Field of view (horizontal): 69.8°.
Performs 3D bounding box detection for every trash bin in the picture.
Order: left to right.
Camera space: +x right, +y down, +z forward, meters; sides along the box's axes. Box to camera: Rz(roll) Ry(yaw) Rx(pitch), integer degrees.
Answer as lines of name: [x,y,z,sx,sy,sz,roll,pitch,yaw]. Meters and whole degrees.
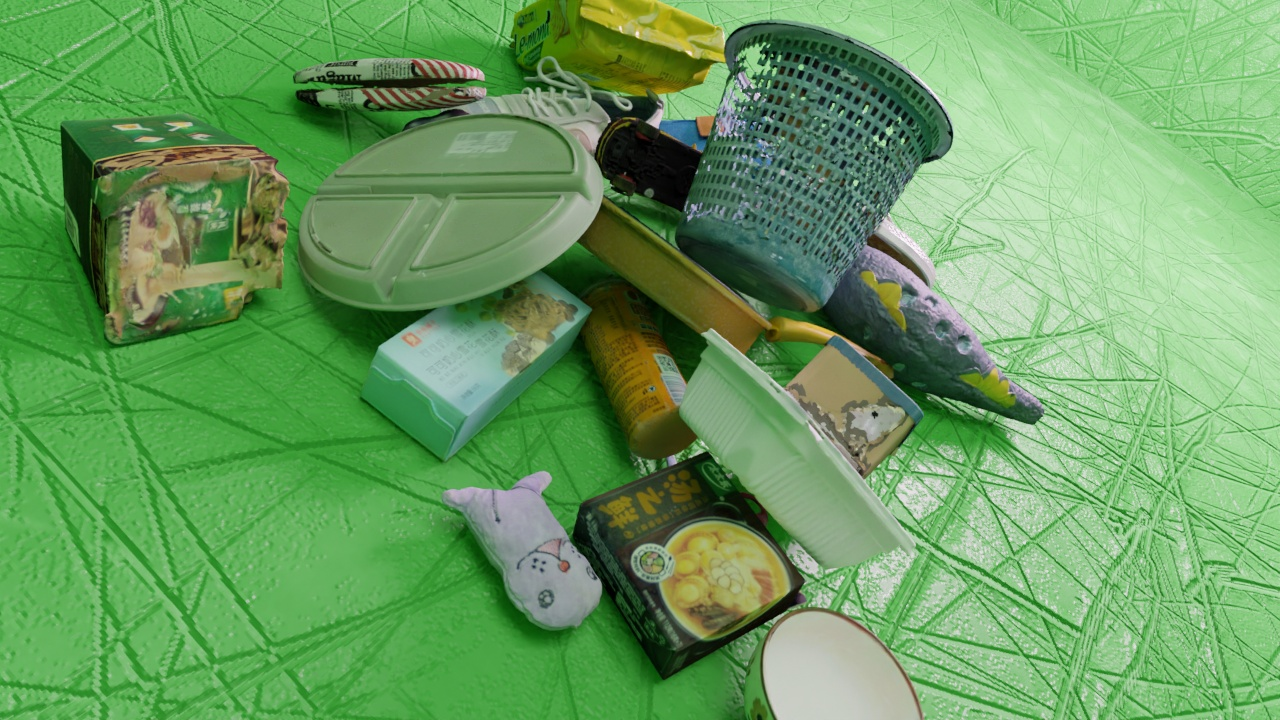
trash bin: [0.136,-0.160,0.836,0.226,0.195,0.226,27,-4,2]

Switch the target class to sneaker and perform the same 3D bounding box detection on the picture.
sneaker: [-0.076,-0.235,0.888,0.241,0.091,0.089,-7,52,-39]
sneaker: [0.231,-0.160,1.016,0.241,0.118,0.087,38,58,15]

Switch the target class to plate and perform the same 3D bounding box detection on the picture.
plate: [-0.142,-0.119,0.671,0.230,0.027,0.229,-6,44,6]

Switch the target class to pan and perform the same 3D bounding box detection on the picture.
pan: [0.085,-0.048,0.779,0.357,0.078,0.197,34,6,-28]

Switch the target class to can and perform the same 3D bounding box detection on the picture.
can: [-0.004,0.004,0.702,0.058,0.058,0.146,4,43,-32]

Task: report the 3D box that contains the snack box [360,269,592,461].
snack box: [-0.111,-0.008,0.651,0.074,0.052,0.174,37,38,5]

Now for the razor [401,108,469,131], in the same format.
razor: [-0.133,-0.147,0.781,0.167,0.068,0.062,48,23,9]

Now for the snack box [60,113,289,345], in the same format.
snack box: [-0.302,-0.094,0.575,0.105,0.118,0.117,37,36,26]

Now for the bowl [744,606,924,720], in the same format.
bowl: [0.108,0.215,0.557,0.113,0.062,0.113,18,41,-16]

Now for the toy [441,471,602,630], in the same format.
toy: [-0.064,0.116,0.561,0.083,0.039,0.108,-10,53,-47]

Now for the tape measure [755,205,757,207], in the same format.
tape measure: [0.110,-0.142,0.960,0.058,0.039,0.056,23,42,-4]

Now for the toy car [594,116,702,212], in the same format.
toy car: [0.027,-0.187,0.909,0.155,0.071,0.041,15,19,-33]

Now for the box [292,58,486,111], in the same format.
box: [-0.213,-0.230,0.785,0.164,0.060,0.072,2,-4,7]

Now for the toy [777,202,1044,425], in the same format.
toy: [0.257,-0.046,0.920,0.356,0.092,0.137,43,27,9]

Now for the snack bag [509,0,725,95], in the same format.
snack bag: [-0.035,-0.326,0.960,0.158,0.068,0.247,11,6,-27]

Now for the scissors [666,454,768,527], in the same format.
scissors: [0.035,0.113,0.654,0.133,0.017,0.133,11,43,-19]

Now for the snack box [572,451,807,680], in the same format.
snack box: [0.037,0.126,0.597,0.125,0.053,0.113,-20,57,-28]

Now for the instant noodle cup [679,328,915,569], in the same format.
instant noodle cup: [0.096,0.070,0.621,0.173,0.060,0.138,45,1,-31]

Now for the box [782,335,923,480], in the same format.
box: [0.157,0.047,0.707,0.090,0.062,0.184,46,-1,14]

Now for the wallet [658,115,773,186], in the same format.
wallet: [0.076,-0.225,0.989,0.133,0.040,0.106,-1,47,-1]
